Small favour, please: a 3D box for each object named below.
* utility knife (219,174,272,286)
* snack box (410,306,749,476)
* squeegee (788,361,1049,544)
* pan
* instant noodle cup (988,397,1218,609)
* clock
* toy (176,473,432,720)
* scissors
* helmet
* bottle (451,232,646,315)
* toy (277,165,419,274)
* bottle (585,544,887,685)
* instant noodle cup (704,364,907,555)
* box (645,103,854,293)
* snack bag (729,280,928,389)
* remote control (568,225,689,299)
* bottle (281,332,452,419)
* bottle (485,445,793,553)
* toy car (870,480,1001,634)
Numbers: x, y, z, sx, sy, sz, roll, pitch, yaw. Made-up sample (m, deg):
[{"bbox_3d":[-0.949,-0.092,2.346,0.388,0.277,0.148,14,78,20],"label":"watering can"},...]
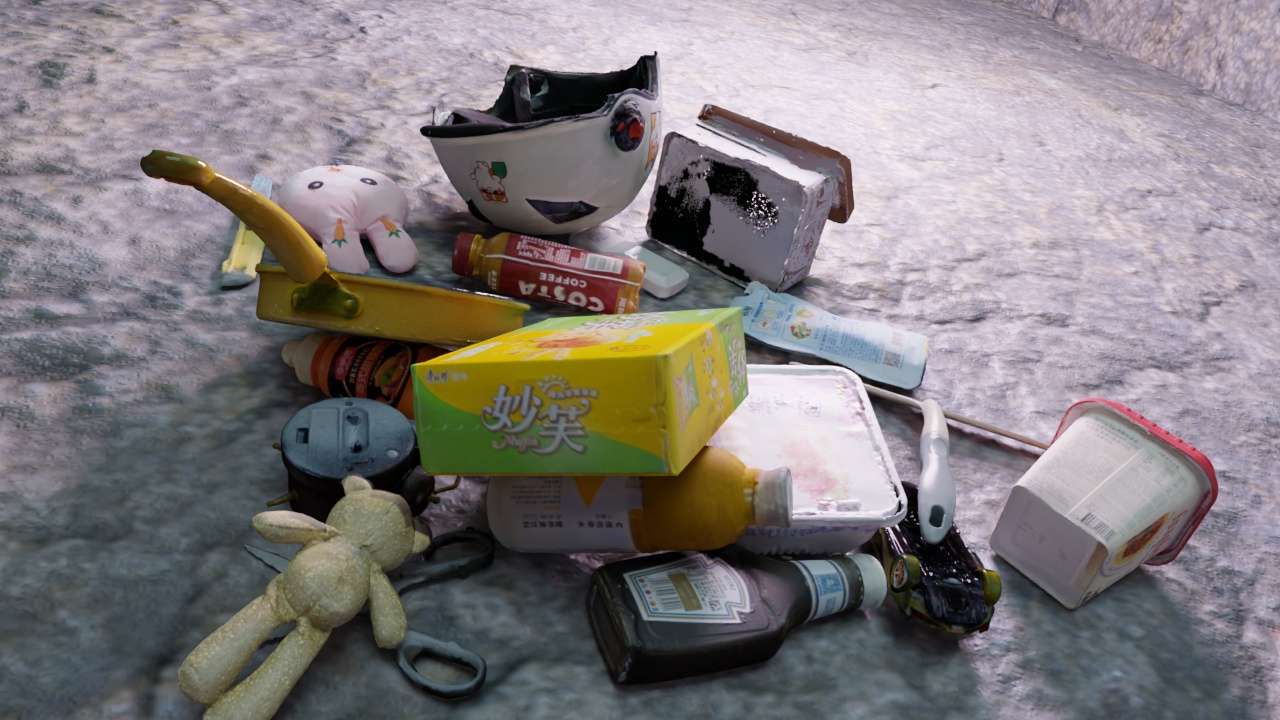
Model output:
[{"bbox_3d":[-0.365,-0.125,0.862,0.031,0.022,0.216,7,29,-20],"label":"utility knife"},{"bbox_3d":[-0.027,0.014,0.596,0.158,0.070,0.209,-3,10,18],"label":"snack box"},{"bbox_3d":[0.226,0.067,0.716,0.246,0.039,0.246,19,23,8],"label":"squeegee"},{"bbox_3d":[-0.196,-0.058,0.605,0.198,0.078,0.357,7,0,12],"label":"pan"},{"bbox_3d":[0.334,0.108,0.680,0.124,0.116,0.116,-26,48,-29],"label":"instant noodle cup"},{"bbox_3d":[-0.178,0.069,0.602,0.121,0.055,0.082,2,35,-18],"label":"clock"},{"bbox_3d":[-0.179,0.130,0.500,0.105,0.066,0.156,43,43,-6],"label":"toy"},{"bbox_3d":[-0.159,0.140,0.543,0.179,0.014,0.159,23,35,17],"label":"scissors"},{"bbox_3d":[-0.085,-0.209,0.942,0.230,0.157,0.273,2,33,25],"label":"helmet"},{"bbox_3d":[-0.085,-0.082,0.850,0.175,0.058,0.057,12,34,-1],"label":"bottle"},{"bbox_3d":[-0.273,-0.136,0.874,0.121,0.054,0.159,-14,50,-33],"label":"toy"},{"bbox_3d":[0.067,0.151,0.578,0.194,0.044,0.080,-3,37,-24],"label":"bottle"},{"bbox_3d":[0.106,0.075,0.675,0.138,0.060,0.173,1,34,-2],"label":"instant noodle cup"},{"bbox_3d":[0.131,-0.189,1.001,0.182,0.152,0.173,31,35,24],"label":"box"},{"bbox_3d":[0.177,-0.026,0.880,0.191,0.039,0.110,17,39,9],"label":"snack bag"},{"bbox_3d":[-0.011,-0.103,0.937,0.125,0.024,0.048,29,36,23],"label":"remote control"},{"bbox_3d":[-0.199,0.011,0.679,0.149,0.067,0.066,15,33,14],"label":"bottle"},{"bbox_3d":[-0.001,0.087,0.575,0.190,0.068,0.067,-3,31,16],"label":"bottle"},{"bbox_3d":[0.198,0.132,0.648,0.070,0.042,0.158,12,25,-7],"label":"toy car"}]
